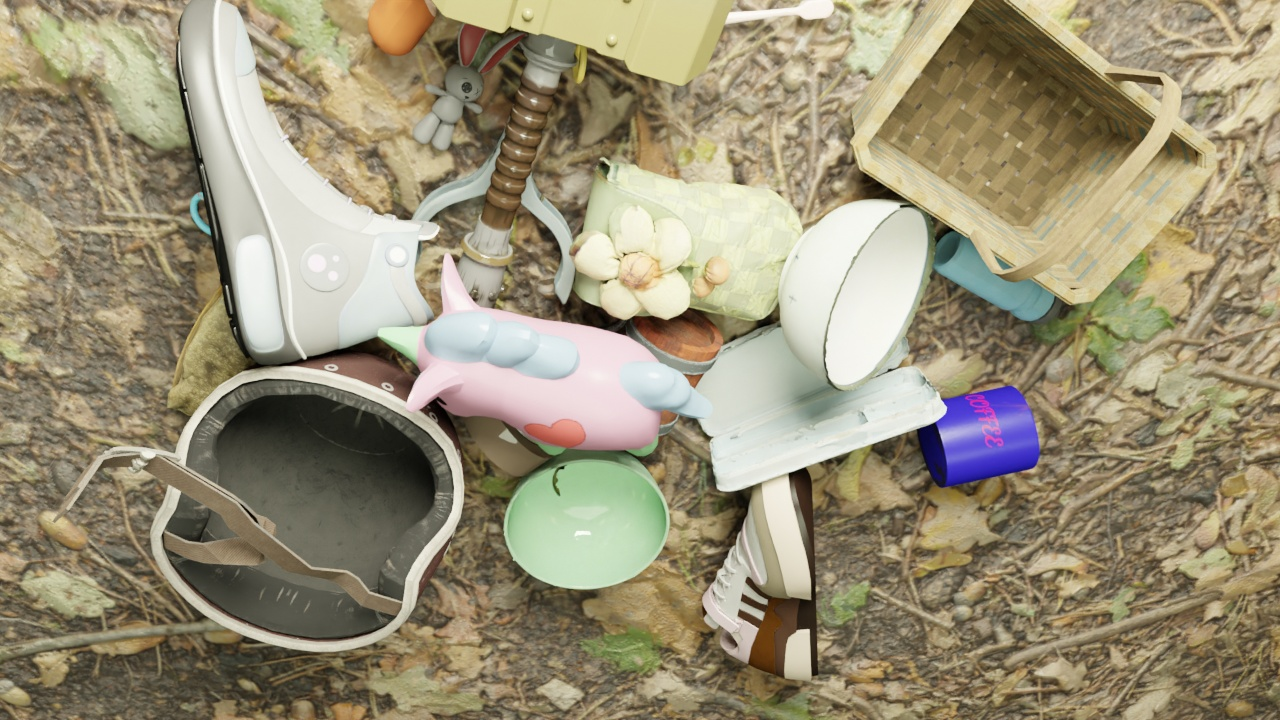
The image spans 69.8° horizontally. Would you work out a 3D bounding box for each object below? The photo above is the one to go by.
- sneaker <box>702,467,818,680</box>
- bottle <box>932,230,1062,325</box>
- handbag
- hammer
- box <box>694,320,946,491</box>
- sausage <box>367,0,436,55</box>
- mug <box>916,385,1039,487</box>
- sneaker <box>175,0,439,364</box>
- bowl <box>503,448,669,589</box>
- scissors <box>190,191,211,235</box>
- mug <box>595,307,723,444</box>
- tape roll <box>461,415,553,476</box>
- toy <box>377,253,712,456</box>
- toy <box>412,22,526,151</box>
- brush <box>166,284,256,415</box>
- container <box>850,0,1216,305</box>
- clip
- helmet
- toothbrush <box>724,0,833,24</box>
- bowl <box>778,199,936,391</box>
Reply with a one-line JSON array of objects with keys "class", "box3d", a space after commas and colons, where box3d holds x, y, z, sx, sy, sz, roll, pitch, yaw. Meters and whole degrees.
[{"class": "sneaker", "box3d": [0.112, 0.206, 0.900, 0.116, 0.111, 0.294, -2, 134, 10]}, {"class": "bottle", "box3d": [0.313, -0.068, 0.793, 0.130, 0.040, 0.040, 25, 115, -19]}, {"class": "handbag", "box3d": [0.037, -0.084, 0.712, 0.186, 0.116, 0.113, 8, 120, -10]}, {"class": "hammer", "box3d": [-0.083, -0.159, 0.641, 0.190, 0.100, 0.326, 9, 125, -22]}, {"class": "box", "box3d": [0.146, 0.036, 0.800, 0.211, 0.105, 0.130, -26, 116, 9]}, {"class": "sausage", "box3d": [-0.125, -0.275, 0.629, 0.164, 0.039, 0.044, -36, 120, 15]}, {"class": "mug", "box3d": [0.313, 0.079, 0.865, 0.083, 0.079, 0.111, -12, 149, 1]}, {"class": "sneaker", "box3d": [-0.235, -0.131, 0.667, 0.160, 0.093, 0.257, -10, 100, -23]}, {"class": "bowl", "box3d": [-0.051, 0.133, 0.853, 0.151, 0.077, 0.151, -3, 120, -5]}, {"class": "scissors", "box3d": [-0.298, -0.091, 0.735, 0.055, 0.015, 0.136, -37, 115, 14]}, {"class": "mug", "box3d": [-0.005, 0.005, 0.789, 0.117, 0.081, 0.111, 27, 119, 0]}, {"class": "tape roll", "box3d": [-0.114, 0.052, 0.790, 0.030, 0.093, 0.093, -35, 117, 14]}, {"class": "toy", "box3d": [-0.064, 0.011, 0.676, 0.222, 0.120, 0.171, 2, 156, 14]}, {"class": "toy", "box3d": [-0.130, -0.204, 0.675, 0.049, 0.030, 0.112, 12, 125, -45]}, {"class": "brush", "box3d": [-0.335, -0.020, 0.753, 0.059, 0.043, 0.196, 33, 115, -22]}, {"class": "container", "box3d": [0.286, -0.147, 0.659, 0.250, 0.186, 0.158, 27, 114, -19]}, {"class": "clip", "box3d": [-0.136, -0.109, 0.732, 0.164, 0.031, 0.169, -13, 120, 0]}, {"class": "helmet", "box3d": [-0.259, 0.108, 0.714, 0.233, 0.252, 0.235, 20, 133, -11]}, {"class": "toothbrush", "box3d": [0.051, -0.251, 0.676, 0.181, 0.018, 0.016, -6, 119, 1]}, {"class": "bowl", "box3d": [0.162, -0.059, 0.725, 0.153, 0.073, 0.154, -32, 136, -37]}]
